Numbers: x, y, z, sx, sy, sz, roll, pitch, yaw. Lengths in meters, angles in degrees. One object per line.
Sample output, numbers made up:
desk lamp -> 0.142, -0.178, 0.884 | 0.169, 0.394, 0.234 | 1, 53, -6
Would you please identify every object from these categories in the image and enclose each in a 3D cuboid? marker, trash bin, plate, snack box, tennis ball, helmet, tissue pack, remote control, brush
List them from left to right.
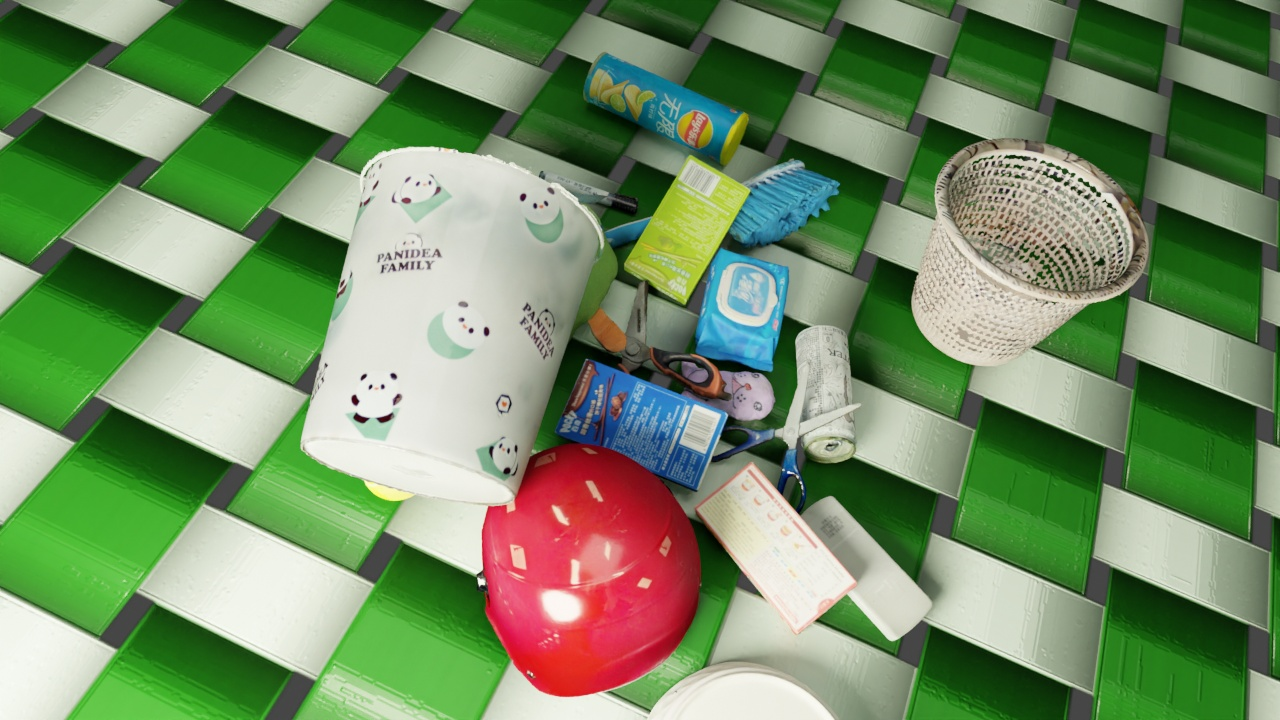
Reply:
tennis ball -> -0.236, 0.103, 0.890 | 0.065, 0.066, 0.065 | 4, 57, -6
trash bin -> -0.170, -0.018, 0.810 | 0.229, 0.230, 0.251 | 12, 70, 0
helmet -> -0.049, 0.165, 0.834 | 0.206, 0.144, 0.240 | -22, 62, -18
marker -> -0.064, -0.211, 1.145 | 0.131, 0.018, 0.022 | 20, 65, 4
snack box -> 0.001, 0.065, 0.933 | 0.157, 0.026, 0.084 | 21, 80, 8
snack box -> 0.055, -0.153, 1.076 | 0.086, 0.026, 0.156 | 30, 83, 2
brush -> 0.095, -0.174, 1.127 | 0.313, 0.061, 0.109 | -30, 60, -21
tissue pack -> 0.118, -0.060, 1.050 | 0.095, 0.052, 0.156 | 16, 56, -1
plate -> 0.097, 0.359, 0.785 | 0.205, 0.046, 0.204 | 4, 57, -6
snack box -> 0.131, 0.183, 0.901 | 0.077, 0.027, 0.155 | -37, 68, -7
remote control -> 0.218, 0.205, 0.914 | 0.058, 0.021, 0.150 | -33, 67, -22
trash bin -> 0.410, -0.104, 1.036 | 0.227, 0.192, 0.227 | 3, 57, -5

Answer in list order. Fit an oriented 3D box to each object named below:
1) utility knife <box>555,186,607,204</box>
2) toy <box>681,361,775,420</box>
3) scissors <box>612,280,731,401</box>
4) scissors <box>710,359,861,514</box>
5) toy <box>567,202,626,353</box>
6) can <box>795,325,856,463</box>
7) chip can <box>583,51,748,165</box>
utility knife -> -0.121, -0.196, 1.063 | 0.220, 0.015, 0.033 | 13, 51, 40
toy -> 0.092, 0.034, 0.996 | 0.108, 0.039, 0.083 | 6, 55, 2
scissors -> -0.002, 0.006, 0.998 | 0.226, 0.015, 0.188 | 30, 72, 29
scissors -> 0.146, 0.084, 0.947 | 0.162, 0.012, 0.175 | -2, 82, 18
toy -> -0.111, -0.072, 1.007 | 0.227, 0.090, 0.246 | 36, 56, 13
can -> 0.201, 0.035, 1.000 | 0.058, 0.058, 0.146 | 6, 57, -4
chip can -> 0.032, -0.332, 1.204 | 0.210, 0.071, 0.071 | 27, 58, 10
